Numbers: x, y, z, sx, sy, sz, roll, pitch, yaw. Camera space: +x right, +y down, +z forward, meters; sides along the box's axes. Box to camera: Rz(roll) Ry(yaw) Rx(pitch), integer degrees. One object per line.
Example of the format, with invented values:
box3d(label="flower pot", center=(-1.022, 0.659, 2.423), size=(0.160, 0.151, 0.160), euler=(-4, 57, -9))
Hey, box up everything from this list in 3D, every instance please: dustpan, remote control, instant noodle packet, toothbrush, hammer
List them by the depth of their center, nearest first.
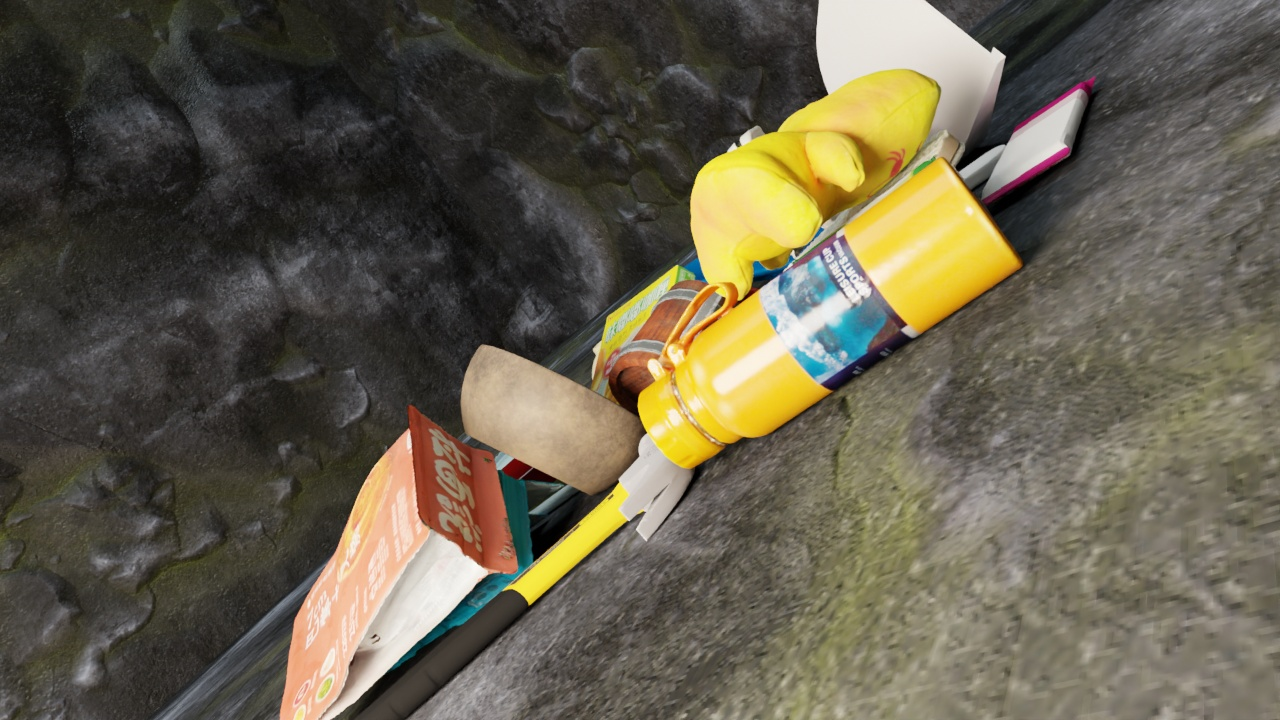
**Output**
box3d(label="hammer", center=(-0.090, 0.164, 0.612), size=(0.323, 0.029, 0.127), euler=(-41, 7, -4))
box3d(label="instant noodle packet", center=(-0.199, 0.164, 0.670), size=(0.221, 0.084, 0.164), euler=(-49, 29, 9))
box3d(label="remote control", center=(0.252, -0.136, 0.781), size=(0.137, 0.013, 0.043), euler=(-36, 7, 27))
box3d(label="toothbrush", center=(-0.113, 0.152, 0.860), size=(0.187, 0.017, 0.012), euler=(-37, 18, 19))
box3d(label="dustpan", center=(0.254, -0.278, 0.870), size=(0.053, 0.191, 0.258), euler=(-40, -18, -6))

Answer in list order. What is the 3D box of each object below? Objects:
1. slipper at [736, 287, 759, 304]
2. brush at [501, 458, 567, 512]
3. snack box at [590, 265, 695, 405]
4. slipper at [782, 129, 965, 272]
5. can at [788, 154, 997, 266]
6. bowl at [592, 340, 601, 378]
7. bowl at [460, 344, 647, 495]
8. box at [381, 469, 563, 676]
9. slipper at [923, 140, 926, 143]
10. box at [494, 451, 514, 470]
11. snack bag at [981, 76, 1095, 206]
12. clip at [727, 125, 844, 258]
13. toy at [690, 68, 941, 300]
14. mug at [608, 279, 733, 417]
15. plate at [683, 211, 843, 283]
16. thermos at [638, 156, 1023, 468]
box3d(label="slipper", center=(0.050, -0.020, 0.939), size=(0.250, 0.059, 0.103), euler=(-36, 7, 41))
box3d(label="brush", center=(-0.109, 0.122, 0.938), size=(0.082, 0.042, 0.173), euler=(-41, 7, -13))
box3d(label="snack box", center=(-0.005, 0.005, 0.889), size=(0.132, 0.027, 0.167), euler=(-33, 38, 50))
box3d(label="slipper", center=(0.157, -0.075, 0.735), size=(0.274, 0.054, 0.114), euler=(-45, 2, 45))
box3d(label="can", center=(0.163, -0.071, 0.602), size=(0.121, 0.067, 0.067), euler=(-38, 7, 13))
box3d(label="bowl", center=(-0.016, 0.000, 1.096), size=(0.118, 0.074, 0.118), euler=(-39, 6, 5))
box3d(label="bowl", center=(-0.076, 0.054, 0.754), size=(0.070, 0.162, 0.162), euler=(-64, 11, -9))
box3d(label="box", center=(-0.167, 0.172, 0.778), size=(0.228, 0.086, 0.168), euler=(-37, 7, 24))
box3d(label="slipper", center=(0.220, -0.173, 0.827), size=(0.093, 0.081, 0.196), euler=(-36, -3, 23))
box3d(label="box", center=(-0.105, 0.090, 1.145), size=(0.152, 0.041, 0.213), euler=(-22, 14, 26))
box3d(label="snack bag", center=(0.302, -0.166, 0.690), size=(0.070, 0.016, 0.195), euler=(-37, 7, 41))
box3d(label="clip", center=(0.138, -0.149, 0.868), size=(0.105, 0.151, 0.126), euler=(-64, -8, 26))
box3d(label="toy", center=(0.115, -0.130, 0.645), size=(0.193, 0.087, 0.135), euler=(-38, -6, -27))
box3d(label="mug", center=(0.037, -0.019, 0.770), size=(0.110, 0.081, 0.118), euler=(-59, 1, -39))
box3d(label="plate", center=(0.148, -0.111, 0.953), size=(0.224, 0.024, 0.224), euler=(-18, 14, 5))
box3d(label="thermos", center=(0.100, -0.025, 0.551), size=(0.233, 0.076, 0.091), euler=(-37, 52, 24))
